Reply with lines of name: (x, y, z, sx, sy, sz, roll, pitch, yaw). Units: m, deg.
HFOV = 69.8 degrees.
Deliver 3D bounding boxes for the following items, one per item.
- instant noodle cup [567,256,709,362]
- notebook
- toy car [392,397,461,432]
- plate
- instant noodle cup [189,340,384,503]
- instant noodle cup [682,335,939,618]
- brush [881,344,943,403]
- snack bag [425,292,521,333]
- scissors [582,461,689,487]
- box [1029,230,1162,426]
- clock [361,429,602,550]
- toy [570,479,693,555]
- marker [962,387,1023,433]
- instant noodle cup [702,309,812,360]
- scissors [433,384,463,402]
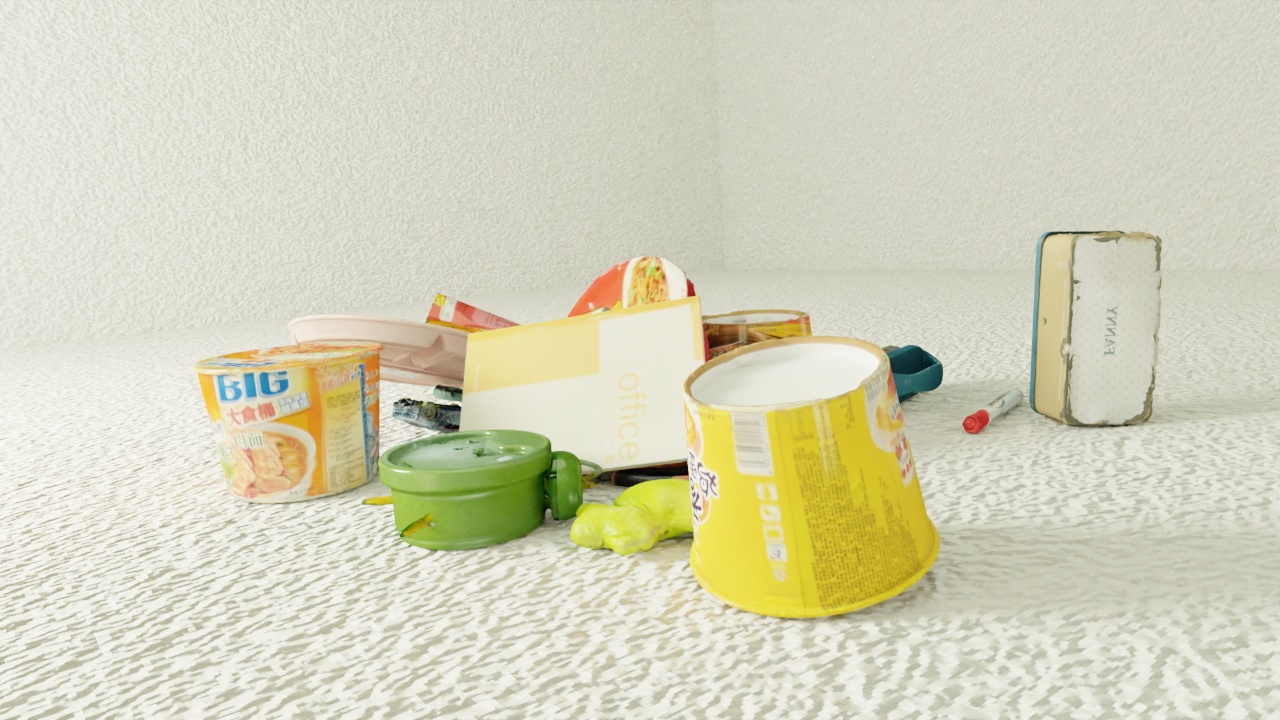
instant noodle cup: (-0.005, 0.005, 0.831, 0.065, 0.193, 0.194, 27, -11, -36)
notebook: (-0.048, 0.025, 0.736, 0.206, 0.145, 0.010, -8, -31, 13)
toy car: (-0.202, 0.057, 0.935, 0.049, 0.031, 0.105, 6, -2, 42)
plate: (-0.237, -0.004, 0.926, 0.229, 0.028, 0.230, 5, -12, 1)
instant noodle cup: (-0.285, 0.048, 0.765, 0.151, 0.111, 0.151, -4, 8, 0)
instant noodle cup: (0.085, 0.054, 0.498, 0.138, 0.110, 0.138, -11, 17, 3)
brush: (0.269, 0.016, 0.939, 0.074, 0.055, 0.143, 2, 10, 35)
snack bag: (-0.138, -0.016, 1.026, 0.207, 0.073, 0.129, 14, -10, -14)
scissors: (-0.017, 0.086, 0.736, 0.181, 0.015, 0.210, -13, 13, -40)
box: (0.398, -0.036, 0.805, 0.090, 0.184, 0.063, 1, 5, -4)
clock: (-0.103, 0.084, 0.638, 0.161, 0.056, 0.116, -9, 11, -30)
toy: (0.008, 0.098, 0.587, 0.097, 0.031, 0.099, 6, 16, 34)
marker: (0.330, 0.045, 0.853, 0.017, 0.017, 0.145, 3, 11, 37)
instant noodle cup: (0.106, 0.010, 0.868, 0.138, 0.108, 0.138, -4, 8, 0)
scissors: (-0.150, 0.039, 0.941, 0.170, 0.019, 0.174, 5, -6, 20)
